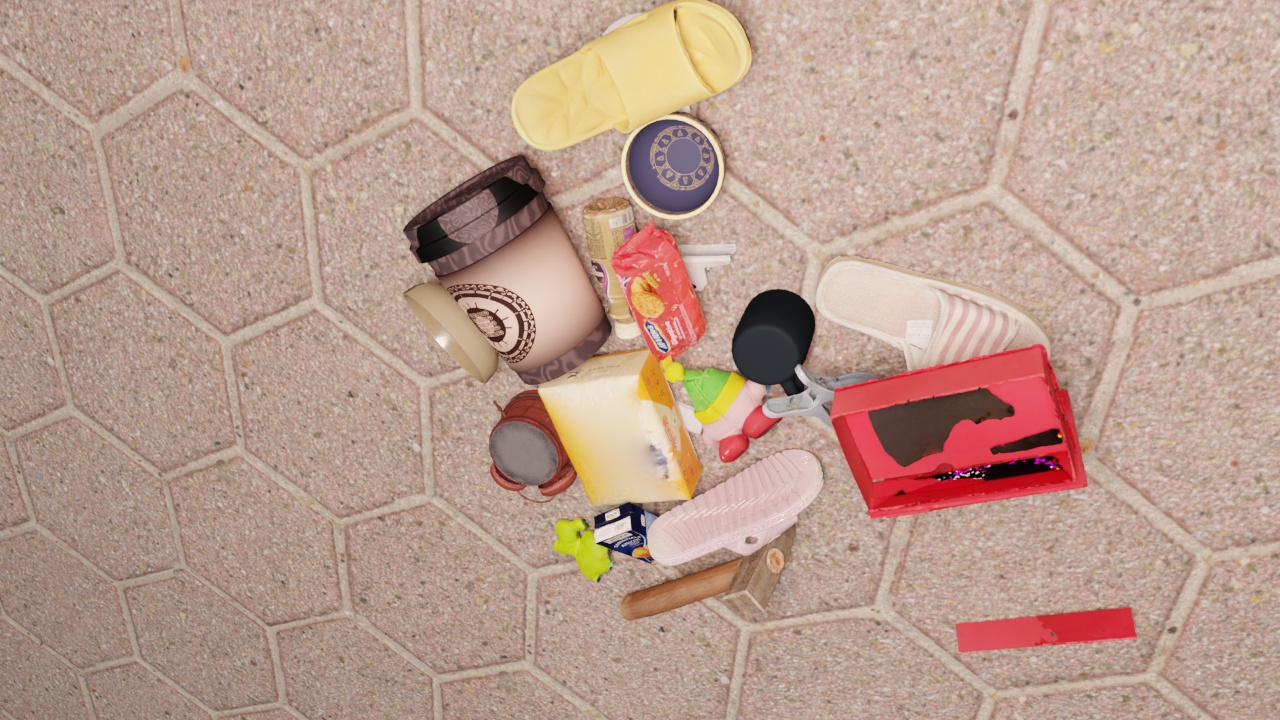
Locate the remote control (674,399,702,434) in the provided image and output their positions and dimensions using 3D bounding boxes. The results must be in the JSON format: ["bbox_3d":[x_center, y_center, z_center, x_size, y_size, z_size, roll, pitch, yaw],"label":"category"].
[{"bbox_3d":[0.020,0.059,1.176,0.131,0.012,0.033,21,121,7],"label":"remote control"}]

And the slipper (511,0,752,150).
[{"bbox_3d":[-0.022,-0.280,0.919,0.264,0.078,0.099,-16,108,26],"label":"slipper"}]

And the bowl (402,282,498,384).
[{"bbox_3d":[-0.229,-0.043,1.158,0.152,0.050,0.152,43,165,14],"label":"bowl"}]

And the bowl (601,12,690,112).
[{"bbox_3d":[-0.002,-0.306,0.974,0.115,0.050,0.115,8,118,15],"label":"bowl"}]

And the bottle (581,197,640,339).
[{"bbox_3d":[-0.026,-0.105,1.081,0.060,0.059,0.166,-1,117,19],"label":"bottle"}]

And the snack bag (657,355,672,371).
[{"bbox_3d":[-0.007,0.007,1.155,0.099,0.020,0.026,-8,114,23],"label":"snack bag"}]

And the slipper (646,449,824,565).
[{"bbox_3d":[0.124,0.197,1.145,0.239,0.094,0.064,-27,127,9],"label":"slipper"}]

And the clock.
[{"bbox_3d":[-0.142,0.120,1.229,0.121,0.072,0.158,7,117,16],"label":"clock"}]

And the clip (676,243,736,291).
[{"bbox_3d":[0.059,-0.108,1.065,0.102,0.056,0.056,2,92,19],"label":"clip"}]

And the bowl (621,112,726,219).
[{"bbox_3d":[0.041,-0.217,0.999,0.112,0.061,0.112,8,118,15],"label":"bowl"}]

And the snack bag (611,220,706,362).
[{"bbox_3d":[0.026,-0.074,1.045,0.082,0.082,0.176,-5,136,21],"label":"snack bag"}]

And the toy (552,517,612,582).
[{"bbox_3d":[-0.081,0.269,1.307,0.094,0.036,0.094,12,113,19],"label":"toy"}]

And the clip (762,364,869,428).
[{"bbox_3d":[0.226,0.031,1.027,0.162,0.028,0.113,6,132,-32],"label":"clip"}]

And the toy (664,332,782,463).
[{"bbox_3d":[0.099,0.045,1.103,0.124,0.096,0.131,-45,72,29],"label":"toy"}]

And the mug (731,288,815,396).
[{"bbox_3d":[0.158,-0.009,1.046,0.085,0.094,0.122,-18,109,26],"label":"mug"}]

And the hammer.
[{"bbox_3d":[0.076,0.298,1.231,0.037,0.157,0.302,49,133,-10],"label":"hammer"}]

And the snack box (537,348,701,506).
[{"bbox_3d":[-0.024,0.093,1.155,0.145,0.080,0.195,-9,120,25],"label":"snack box"}]

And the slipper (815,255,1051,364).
[{"bbox_3d":[0.316,-0.034,1.004,0.263,0.052,0.115,23,120,6],"label":"slipper"}]

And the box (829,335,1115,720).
[{"bbox_3d":[0.288,0.154,0.840,0.217,0.350,0.198,-14,120,28],"label":"box"}]

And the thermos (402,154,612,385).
[{"bbox_3d":[-0.144,-0.099,1.069,0.173,0.172,0.226,-20,114,26],"label":"thermos"}]

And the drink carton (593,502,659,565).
[{"bbox_3d":[0.002,0.230,1.215,0.064,0.040,0.130,-27,142,28],"label":"drink carton"}]
